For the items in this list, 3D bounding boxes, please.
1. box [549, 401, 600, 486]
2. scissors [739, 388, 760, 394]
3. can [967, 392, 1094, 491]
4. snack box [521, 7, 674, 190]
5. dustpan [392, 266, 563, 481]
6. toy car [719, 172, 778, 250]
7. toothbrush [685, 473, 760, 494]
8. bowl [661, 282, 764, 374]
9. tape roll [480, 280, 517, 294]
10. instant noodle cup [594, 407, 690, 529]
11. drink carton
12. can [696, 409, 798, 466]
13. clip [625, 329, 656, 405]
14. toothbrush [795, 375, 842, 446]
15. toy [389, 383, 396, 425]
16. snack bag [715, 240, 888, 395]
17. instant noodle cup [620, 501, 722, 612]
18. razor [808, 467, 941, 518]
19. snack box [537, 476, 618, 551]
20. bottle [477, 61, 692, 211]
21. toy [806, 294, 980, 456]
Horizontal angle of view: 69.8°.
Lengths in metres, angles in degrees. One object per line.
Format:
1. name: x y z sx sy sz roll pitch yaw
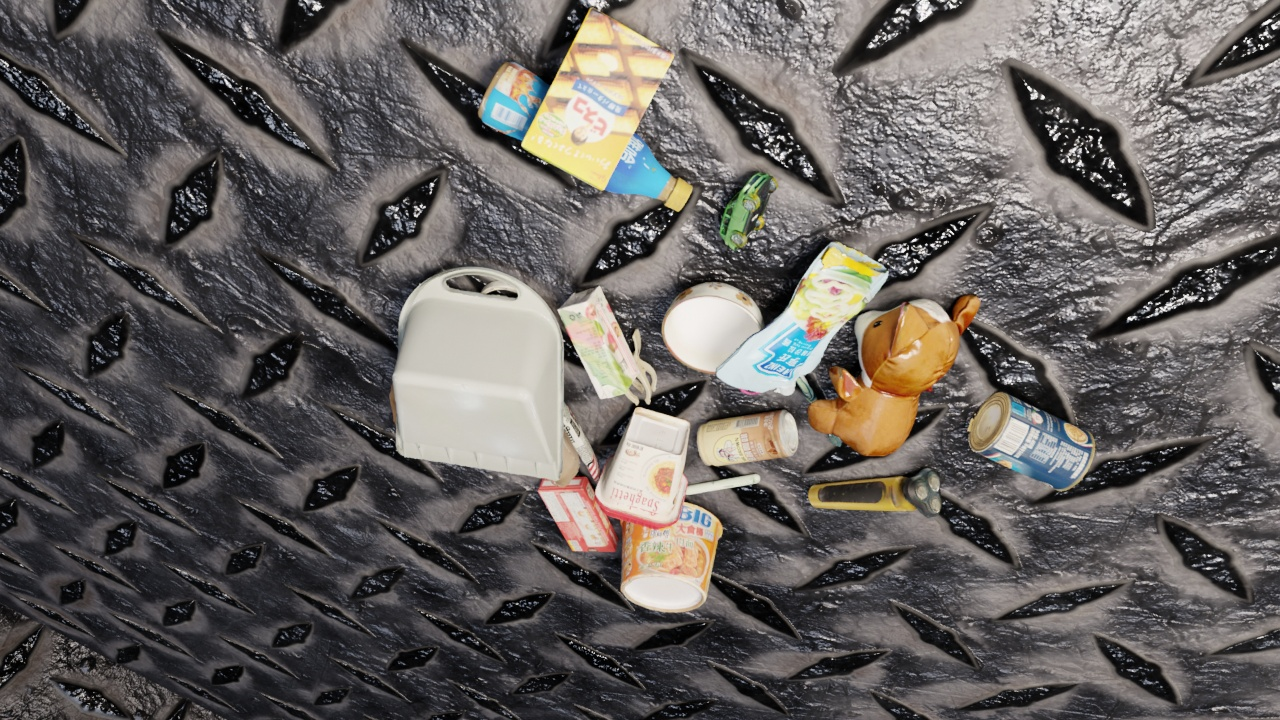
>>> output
1. box: -0.100 0.105 1.226 0.088 0.076 0.163 6 136 38
2. scissors: 0.146 0.008 1.077 0.134 0.017 0.113 1 135 30
3. can: 0.436 0.090 1.029 0.111 0.075 0.076 24 136 -5
4. snack box: -0.040 -0.239 0.844 0.087 0.033 0.140 28 102 -9
5. dustpan: -0.197 0.016 1.142 0.223 0.142 0.258 9 148 4
6. toy car: 0.107 -0.151 0.923 0.036 0.043 0.091 38 146 12
7. toothbrush: 0.081 0.180 1.275 0.190 0.020 0.029 -16 105 31
8. bowl: 0.084 -0.046 1.022 0.113 0.062 0.114 9 136 8
9. tape roll: -0.158 -0.061 1.122 0.086 0.013 0.086 10 135 10
10. instant noodle cup: 0.010 0.138 1.201 0.116 0.116 0.124 16 125 3
11. drink carton: -0.046 -0.021 1.074 0.046 0.053 0.122 -15 110 27
12. can: 0.134 0.098 1.149 0.116 0.058 0.058 -12 129 27
13. clip: -0.011 0.008 1.129 0.072 0.034 0.100 -6 126 25
14. toothbrush: 0.200 0.040 1.099 0.016 0.018 0.191 -17 126 31
15. toy: -0.225 0.069 1.233 0.226 0.082 0.144 18 137 -5
16. snack bag: 0.172 -0.036 0.971 0.110 0.039 0.191 11 126 -41
17. instant noodle cup: 0.038 0.284 1.311 0.151 0.111 0.152 6 142 4
18. razor: 0.297 0.171 1.174 0.168 0.062 0.067 -7 163 31
19. snack box: -0.092 0.234 1.383 0.075 0.025 0.153 -5 132 21
20. bottle: -0.049 -0.213 0.901 0.218 0.065 0.065 27 136 -10
21. toy: 0.270 0.006 0.987 0.130 0.139 0.200 53 141 25
